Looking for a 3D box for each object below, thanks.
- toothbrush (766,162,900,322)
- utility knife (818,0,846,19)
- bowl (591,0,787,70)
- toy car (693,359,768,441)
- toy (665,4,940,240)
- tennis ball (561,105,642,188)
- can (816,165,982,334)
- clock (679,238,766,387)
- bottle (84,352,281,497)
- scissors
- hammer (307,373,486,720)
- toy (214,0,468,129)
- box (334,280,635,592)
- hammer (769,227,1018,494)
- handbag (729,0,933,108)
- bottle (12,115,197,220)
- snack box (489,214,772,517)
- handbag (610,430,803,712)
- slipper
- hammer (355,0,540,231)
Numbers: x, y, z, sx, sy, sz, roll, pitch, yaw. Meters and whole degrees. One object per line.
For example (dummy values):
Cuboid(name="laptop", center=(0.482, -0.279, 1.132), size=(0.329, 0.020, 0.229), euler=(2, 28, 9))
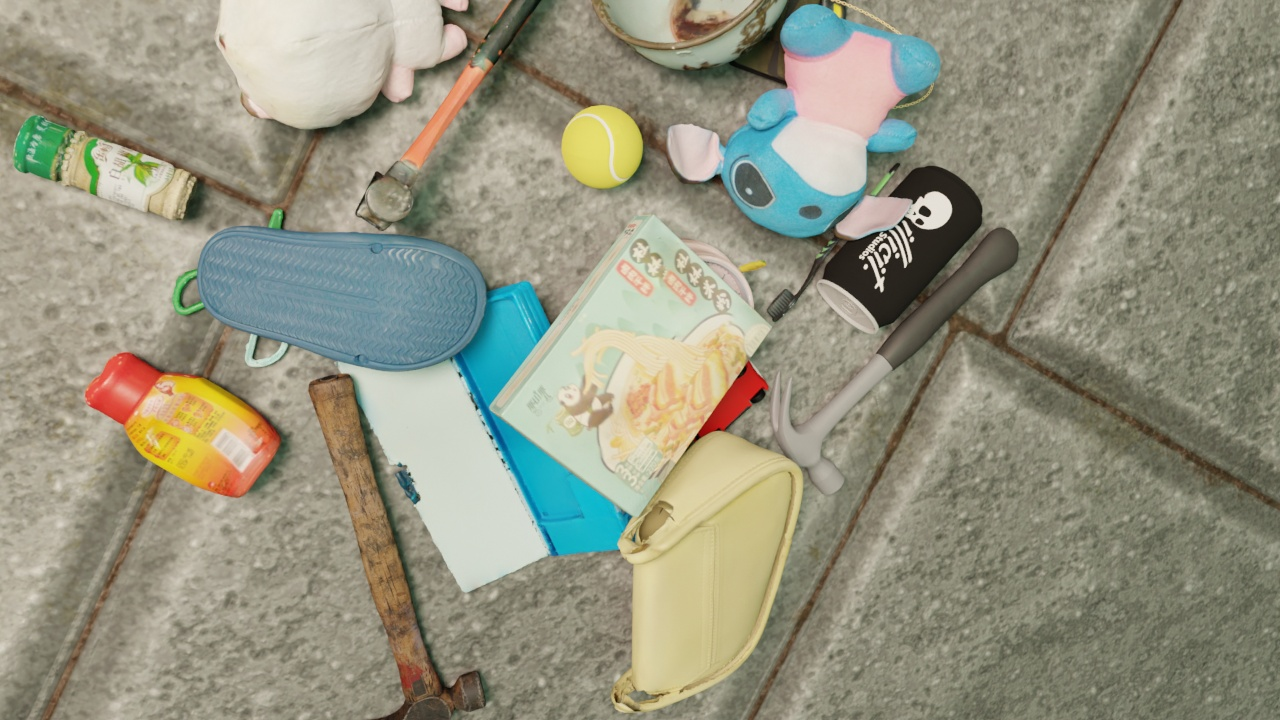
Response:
Cuboid(name="toothbrush", center=(0.178, -0.112, 0.847), size=(0.017, 0.014, 0.188), euler=(39, 88, -14))
Cuboid(name="utility knife", center=(0.167, -0.261, 0.807), size=(0.028, 0.020, 0.175), euler=(-7, 103, -18))
Cuboid(name="bowl", center=(0.051, -0.289, 0.710), size=(0.160, 0.160, 0.094), euler=(-59, 152, 2))
Cuboid(name="toy car", center=(0.077, 0.038, 0.842), size=(0.089, 0.025, 0.038), euler=(-42, 112, -4))
Cuboid(name="toy", center=(0.135, -0.191, 0.754), size=(0.224, 0.098, 0.192), euler=(14, 122, -14))
Cuboid(name="tennis ball", center=(-0.031, -0.171, 0.737), size=(0.065, 0.065, 0.065), euler=(-4, 103, -17))
Cuboid(name="can", center=(0.235, -0.100, 0.832), size=(0.146, 0.080, 0.080), euler=(-47, 112, -3))
Cuboid(name="clock", center=(0.036, -0.027, 0.796), size=(0.116, 0.059, 0.158), euler=(13, 99, -20))
Cuboid(name="bottle", center=(-0.346, 0.047, 0.694), size=(0.134, 0.048, 0.071), euler=(38, 89, -22))
Cuboid(name="scissors", center=(-0.291, -0.051, 0.710), size=(0.127, 0.011, 0.123), euler=(-23, 110, -11))
Cuboid(name="hammer", center=(-0.224, 0.170, 0.767), size=(0.120, 0.033, 0.330), euler=(-15, 108, -13))
Cuboid(name="toy", center=(-0.206, -0.240, 0.653), size=(0.179, 0.101, 0.139), euler=(-19, 121, -31))
Cuboid(name="box", center=(-0.120, 0.067, 0.776), size=(0.176, 0.059, 0.243), euler=(-19, 109, 12))
Cuboid(name="hammer", center=(0.249, -0.017, 0.885), size=(0.310, 0.029, 0.125), euler=(-44, 112, -5))
Cuboid(name="handbag", center=(0.170, -0.262, 0.785), size=(0.178, 0.027, 0.084), euler=(16, 100, -10))
Cuboid(name="bottle", center=(-0.375, -0.133, 0.648), size=(0.110, 0.043, 0.043), euler=(19, 96, -22))
Cuboid(name="snack box", center=(-0.004, 0.004, 0.723), size=(0.141, 0.044, 0.193), euler=(40, 81, -23))
Cuboid(name="handbag", center=(0.048, 0.185, 0.809), size=(0.190, 0.088, 0.233), euler=(-18, 123, -35))
Cuboid(name="slipper", center=(-0.223, -0.049, 0.693), size=(0.213, 0.059, 0.104), euler=(7, 100, -3))
Cuboid(name="hammer", center=(-0.106, -0.235, 0.682), size=(0.033, 0.133, 0.332), euler=(36, 81, -19))
